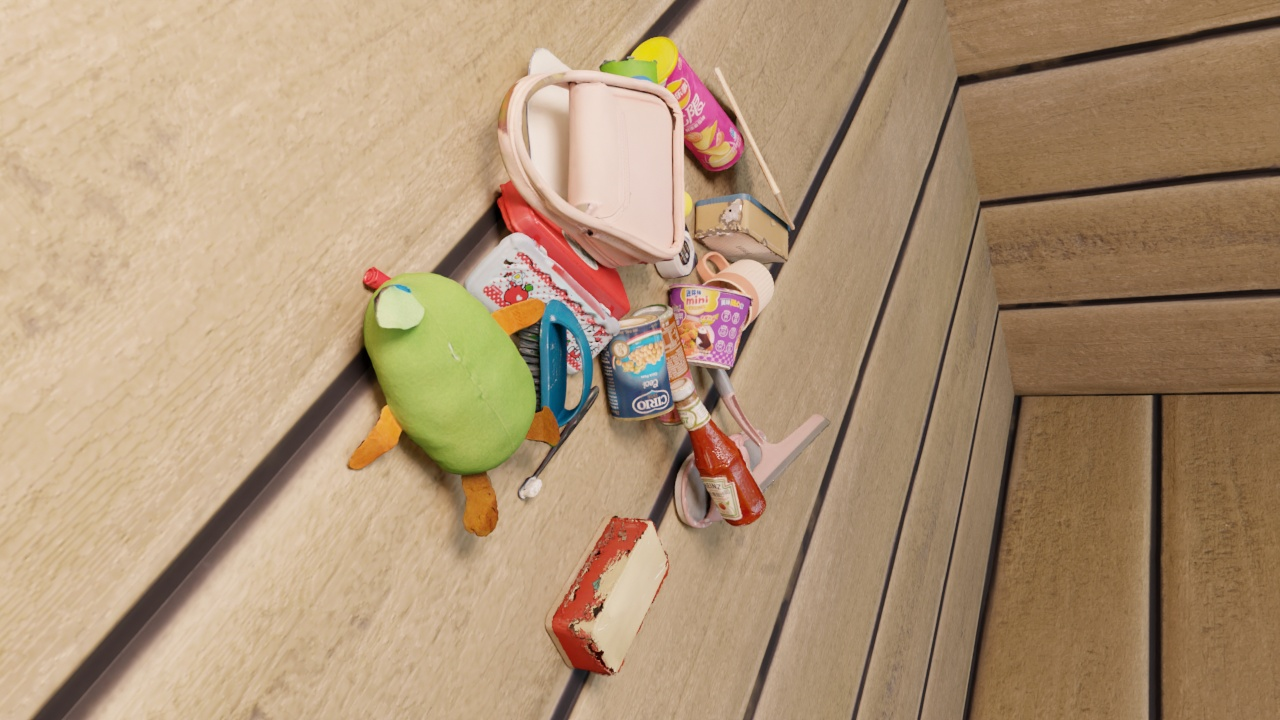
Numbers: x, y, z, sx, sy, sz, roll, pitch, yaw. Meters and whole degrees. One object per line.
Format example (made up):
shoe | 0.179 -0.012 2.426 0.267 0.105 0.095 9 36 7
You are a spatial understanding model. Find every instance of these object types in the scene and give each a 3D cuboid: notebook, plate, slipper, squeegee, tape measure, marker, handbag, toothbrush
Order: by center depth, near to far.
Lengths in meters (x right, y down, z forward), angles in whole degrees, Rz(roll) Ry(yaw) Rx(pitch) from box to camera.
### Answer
marker | -0.189 -0.044 0.820 0.145 0.017 0.017 37 58 -53
handbag | -0.052 -0.203 0.927 0.233 0.094 0.193 8 77 -53
plate | -0.083 -0.233 0.980 0.164 0.034 0.163 16 71 -61
toothbrush | -0.083 0.085 0.992 0.180 0.018 0.016 -57 132 -45
tape measure | 0.044 -0.140 1.196 0.065 0.034 0.066 -52 129 -50
squeegee | 0.129 0.049 1.272 0.246 0.040 0.249 -36 96 -39
slipper | 0.130 0.161 1.301 0.273 0.055 0.114 -17 103 -57
notebook | 0.165 -0.300 1.314 0.211 0.012 0.149 68 12 17

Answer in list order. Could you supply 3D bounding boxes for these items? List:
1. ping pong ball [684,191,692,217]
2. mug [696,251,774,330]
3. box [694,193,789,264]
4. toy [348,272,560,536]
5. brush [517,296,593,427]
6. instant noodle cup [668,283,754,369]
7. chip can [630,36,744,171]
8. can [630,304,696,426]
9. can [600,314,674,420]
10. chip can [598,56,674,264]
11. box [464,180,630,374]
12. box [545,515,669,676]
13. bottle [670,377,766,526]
ping pong ball | 0.048 -0.203 1.197 0.040 0.040 0.040 5 84 -59
mug | 0.126 -0.103 1.297 0.114 0.082 0.105 52 35 -1
box | 0.152 -0.183 1.325 0.184 0.090 0.060 15 74 -60
toy | -0.157 0.023 0.797 0.226 0.090 0.247 -47 129 -30
brush | -0.083 0.007 0.908 0.055 0.073 0.144 -59 156 -56
instant noodle cup | 0.085 -0.042 1.193 0.111 0.112 0.099 16 81 -57
chip can | 0.064 -0.330 1.201 0.210 0.072 0.071 34 60 -53
can | 0.030 0.006 1.140 0.057 0.058 0.147 -47 128 -49
can | -0.006 0.006 1.063 0.075 0.075 0.111 -28 111 -56
chip can | -0.005 -0.233 1.084 0.072 0.072 0.236 -10 96 -59
box | -0.098 -0.081 0.954 0.201 0.098 0.118 41 22 -49
box | -0.026 0.256 1.017 0.167 0.076 0.091 -57 135 -44
bottle | 0.090 0.113 1.134 0.206 0.060 0.059 61 39 -20
